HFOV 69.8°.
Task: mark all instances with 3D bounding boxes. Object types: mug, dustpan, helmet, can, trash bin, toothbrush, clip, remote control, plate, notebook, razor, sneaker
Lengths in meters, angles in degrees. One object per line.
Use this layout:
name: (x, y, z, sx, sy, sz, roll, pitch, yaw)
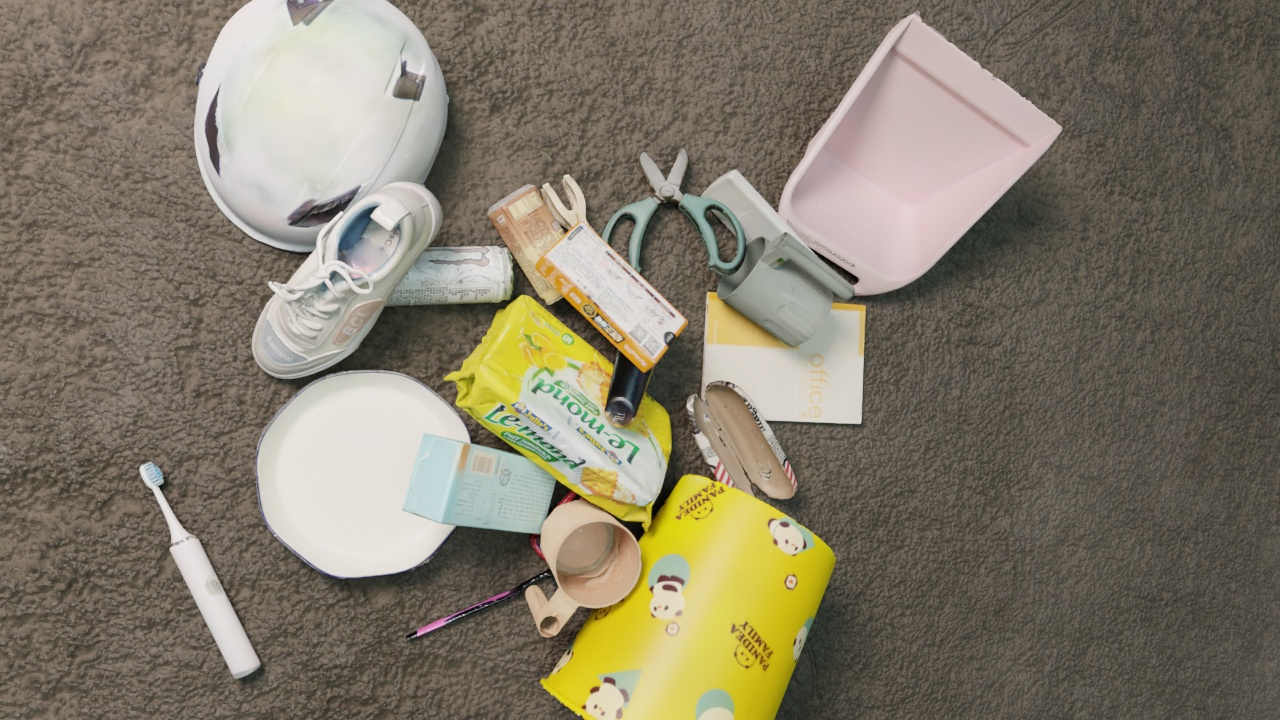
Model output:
mug: (-0.064, 0.202, 0.898, 0.084, 0.103, 0.124, 40, 84, -14)
dustpan: (0.288, -0.195, 1.013, 0.222, 0.274, 0.138, 27, 56, -14)
helmet: (-0.292, -0.231, 0.846, 0.229, 0.146, 0.258, 35, 79, -15)
can: (-0.105, -0.120, 0.954, 0.058, 0.058, 0.116, -35, 100, -16)
mug: (0.159, -0.080, 1.001, 0.103, 0.124, 0.083, 35, 59, -16)
trash bin: (0.060, 0.271, 0.930, 0.229, 0.230, 0.254, 35, 74, -15)
toothbrush: (-0.418, 0.197, 0.865, 0.026, 0.026, 0.221, -21, 97, 16)
can: (-0.205, -0.085, 0.921, 0.146, 0.058, 0.058, -3, 91, -18)
clip: (-0.069, -0.148, 0.972, 0.034, 0.066, 0.099, -26, 87, -17)
toothbrush: (-0.153, 0.254, 0.961, 0.189, 0.014, 0.018, -21, 108, -17)
remote control: (0.136, -0.149, 1.036, 0.150, 0.058, 0.021, 44, 54, -14)
plate: (-0.269, 0.110, 0.906, 0.204, 0.046, 0.205, 0, 91, -19)
notebook: (0.169, 0.000, 1.071, 0.206, 0.010, 0.146, 4, 88, -18)
razor: (-0.006, 0.006, 0.951, 0.062, 0.167, 0.068, 9, 131, 6)
sneaker: (-0.277, -0.061, 0.830, 0.089, 0.090, 0.243, 45, 108, -7)

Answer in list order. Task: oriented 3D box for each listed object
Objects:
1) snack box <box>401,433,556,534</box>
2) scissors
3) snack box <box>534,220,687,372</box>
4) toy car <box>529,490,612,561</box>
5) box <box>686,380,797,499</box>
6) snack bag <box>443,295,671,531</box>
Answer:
snack box: (-0.150, 0.122, 0.890, 0.174, 0.052, 0.074, 26, 77, -60)
scissors: (0.022, -0.142, 1.002, 0.181, 0.019, 0.170, -35, 83, -4)
snack box: (-0.028, -0.065, 0.919, 0.153, 0.026, 0.075, 43, 47, -5)
toy car: (-0.063, 0.165, 0.976, 0.053, 0.045, 0.120, 47, 74, -14)
box: (0.117, 0.094, 1.013, 0.087, 0.076, 0.163, -29, 106, 13)
snack bag: (-0.072, 0.051, 0.925, 0.246, 0.157, 0.068, 39, 120, -13)
